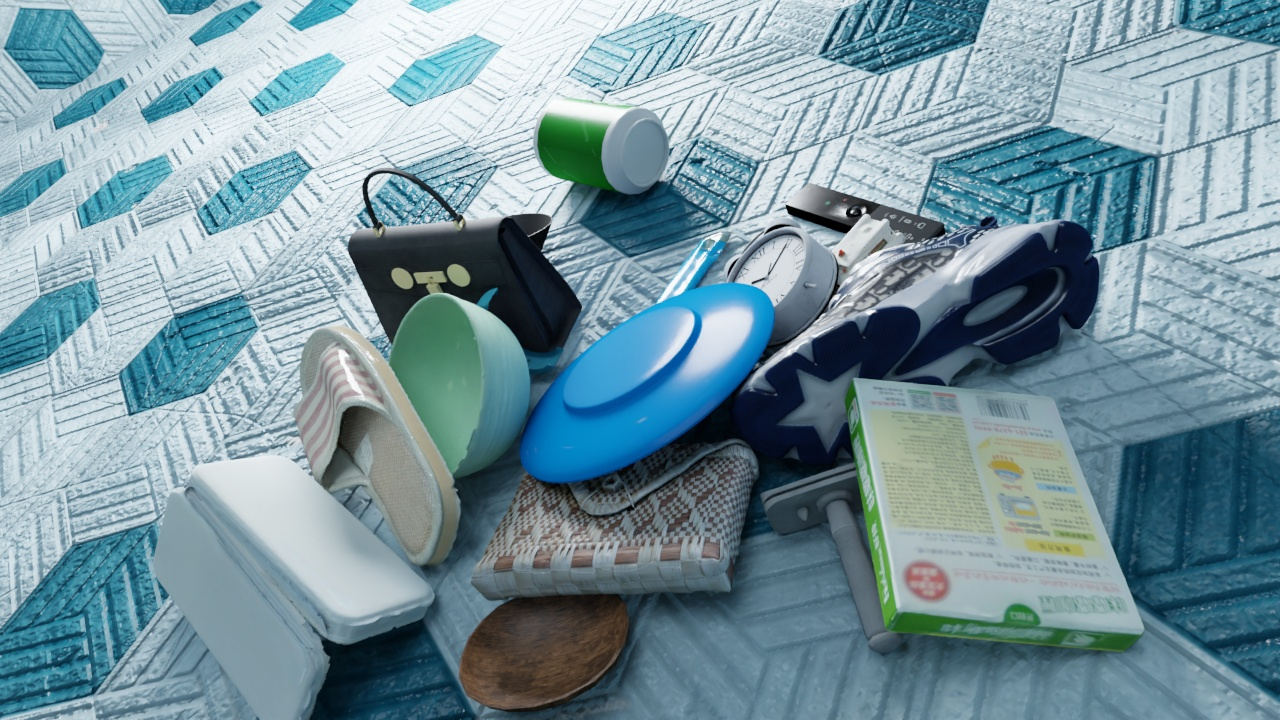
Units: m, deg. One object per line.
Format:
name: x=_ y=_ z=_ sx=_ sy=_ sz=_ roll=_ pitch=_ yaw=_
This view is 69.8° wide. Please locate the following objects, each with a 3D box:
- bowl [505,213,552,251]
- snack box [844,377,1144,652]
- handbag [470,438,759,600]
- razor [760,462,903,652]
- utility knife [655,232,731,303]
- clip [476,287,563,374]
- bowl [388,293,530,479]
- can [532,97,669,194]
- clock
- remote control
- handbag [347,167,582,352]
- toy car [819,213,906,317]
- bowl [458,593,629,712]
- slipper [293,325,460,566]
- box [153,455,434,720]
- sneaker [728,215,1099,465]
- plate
bowl: x=-0.141 y=-0.101 z=0.906 sx=0.124 sy=0.052 sz=0.124 roll=-11 pitch=23 yaw=4
snack box: x=0.196 y=0.082 z=0.534 sx=0.132 sy=0.027 sz=0.167 roll=6 pitch=44 yaw=-3
handbag: x=-0.017 y=0.106 z=0.631 sx=0.186 sy=0.047 sz=0.123 roll=-8 pitch=33 yaw=22
razor: x=0.131 y=0.121 z=0.560 sx=0.088 sy=0.047 sz=0.116 roll=-20 pitch=49 yaw=8
utility knife: x=0.021 y=-0.041 z=0.800 sx=0.031 sy=0.015 sz=0.219 roll=7 pitch=52 yaw=38
clip: x=-0.115 y=-0.009 z=0.804 sx=0.120 sy=0.123 sz=0.033 roll=19 pitch=49 yaw=2
bowl: x=-0.140 y=0.024 z=0.746 sx=0.151 sy=0.076 sz=0.151 roll=-5 pitch=84 yaw=47
can: x=-0.043 y=-0.228 z=0.969 sx=0.140 sy=0.088 sz=0.087 roll=21 pitch=60 yaw=41
clock: x=0.107 y=-0.067 z=0.737 sx=0.095 sy=0.035 sz=0.122 roll=-43 pitch=34 yaw=22
remote control: x=0.191 y=-0.124 z=0.796 sx=0.034 sy=0.013 sz=0.150 roll=-42 pitch=43 yaw=-17
handbag: x=-0.176 y=-0.090 z=0.813 sx=0.176 sy=0.196 sz=0.072 roll=0 pitch=47 yaw=27
toy car: x=0.162 y=-0.071 z=0.734 sx=0.113 sy=0.039 sz=0.039 roll=-46 pitch=44 yaw=-16
bowl: x=-0.058 y=0.189 z=0.590 sx=0.114 sy=0.026 sz=0.101 roll=-14 pitch=28 yaw=10
slipper: x=-0.228 y=0.065 z=0.743 sx=0.052 sy=0.115 sz=0.263 roll=-1 pitch=34 yaw=-44
box: x=-0.264 y=0.163 z=0.689 sx=0.210 sy=0.105 sz=0.129 roll=38 pitch=112 yaw=27
sneaker: x=0.176 y=-0.027 z=0.660 sx=0.269 sy=0.103 sz=0.132 roll=-29 pitch=26 yaw=-3
plate: x=-0.004 y=0.004 z=0.693 sx=0.225 sy=0.024 sz=0.224 roll=-29 pitch=24 yaw=14
